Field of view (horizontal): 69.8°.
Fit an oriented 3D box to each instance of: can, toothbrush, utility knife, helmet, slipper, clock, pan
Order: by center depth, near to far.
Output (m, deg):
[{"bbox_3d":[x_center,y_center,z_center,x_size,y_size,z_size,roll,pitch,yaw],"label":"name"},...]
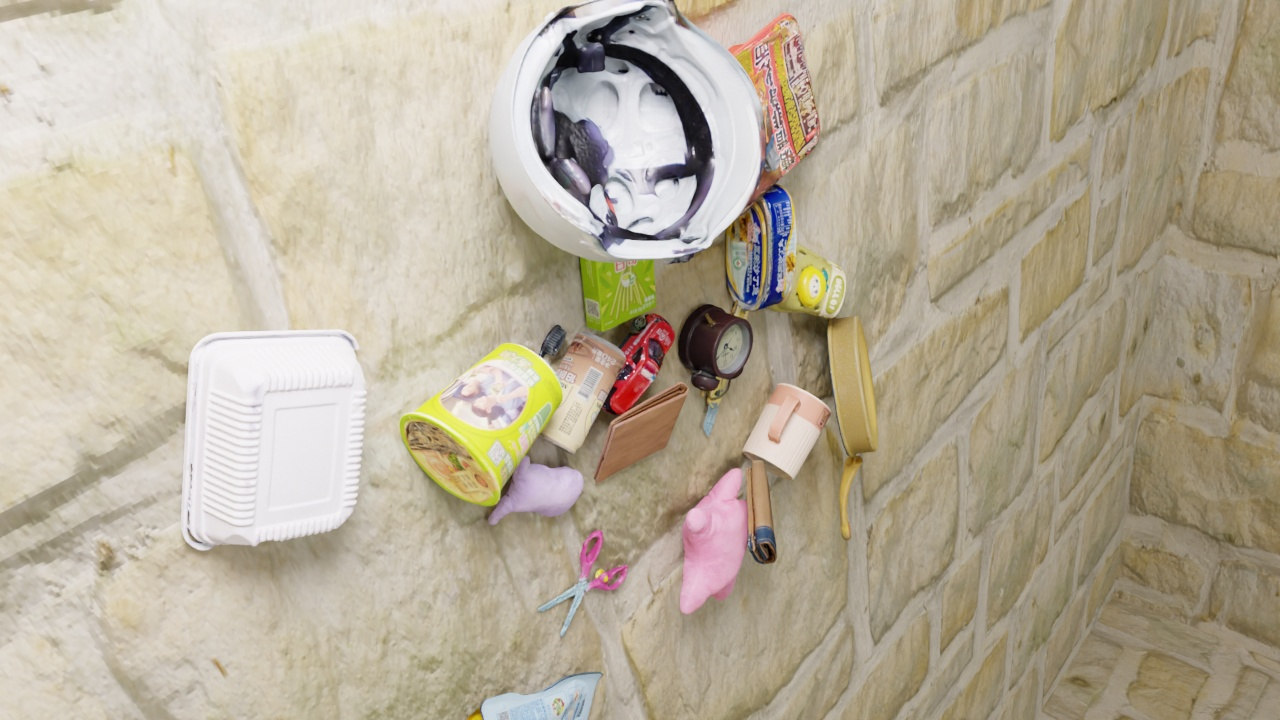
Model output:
[{"bbox_3d":[-0.025,-0.191,0.812,0.257,0.146,0.229,-20,101,-39],"label":"helmet"},{"bbox_3d":[-0.121,0.050,0.912,0.014,0.018,0.189,34,80,-51],"label":"toothbrush"},{"bbox_3d":[-0.065,0.033,0.934,0.058,0.058,0.116,38,76,-48],"label":"can"},{"bbox_3d":[0.142,-0.133,1.088,0.049,0.075,0.148,-19,118,-39],"label":"can"},{"bbox_3d":[0.091,-0.010,1.093,0.081,0.055,0.122,-26,124,-40],"label":"clock"},{"bbox_3d":[0.106,0.004,1.151,0.031,0.020,0.188,13,100,-44],"label":"utility knife"},{"bbox_3d":[0.233,-0.099,1.199,0.190,0.082,0.091,6,97,-52],"label":"slipper"},{"bbox_3d":[0.299,0.107,1.311,0.197,0.078,0.358,-62,140,-60],"label":"pan"}]

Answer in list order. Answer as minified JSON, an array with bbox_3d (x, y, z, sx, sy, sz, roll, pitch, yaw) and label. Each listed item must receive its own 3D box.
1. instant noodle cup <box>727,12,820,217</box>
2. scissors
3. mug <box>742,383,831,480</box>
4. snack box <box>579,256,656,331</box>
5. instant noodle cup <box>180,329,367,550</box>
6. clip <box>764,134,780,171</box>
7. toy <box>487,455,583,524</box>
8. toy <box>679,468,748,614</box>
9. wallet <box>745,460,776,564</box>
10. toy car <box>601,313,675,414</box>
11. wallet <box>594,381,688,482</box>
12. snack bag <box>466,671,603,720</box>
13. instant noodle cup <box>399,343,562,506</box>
[{"bbox_3d":[0.112,-0.264,0.997,0.188,0.079,0.165,-45,133,-28],"label":"instant noodle cup"},{"bbox_3d":[-0.065,0.253,1.057,0.133,0.017,0.131,-19,120,-39],"label":"scissors"},{"bbox_3d":[0.192,0.091,1.216,0.105,0.082,0.114,-59,160,-10],"label":"mug"},{"bbox_3d":[-0.024,-0.116,0.946,0.085,0.026,0.156,-26,123,-40],"label":"snack box"},{"bbox_3d":[-0.274,0.066,0.715,0.137,0.060,0.173,-4,109,-47],"label":"instant noodle cup"},{"bbox_3d":[0.134,-0.218,0.971,0.027,0.045,0.058,-60,150,-9],"label":"clip"},{"bbox_3d":[-0.102,0.137,0.951,0.108,0.039,0.084,13,112,-53],"label":"toy"},{"bbox_3d":[0.102,0.237,1.192,0.178,0.075,0.195,-33,131,-51],"label":"toy"},{"bbox_3d":[0.157,0.199,1.197,0.090,0.033,0.115,66,21,-59],"label":"wallet"},{"bbox_3d":[-0.006,0.006,0.989,0.120,0.045,0.053,-55,143,-2],"label":"toy car"},{"bbox_3d":[0.000,0.082,1.028,0.115,0.020,0.101,-25,148,-37],"label":"wallet"},{"bbox_3d":[-0.122,0.415,1.039,0.190,0.039,0.110,6,95,-51],"label":"snack bag"},{"bbox_3d":[-0.135,0.051,0.834,0.123,0.112,0.112,-49,136,-34],"label":"instant noodle cup"}]
